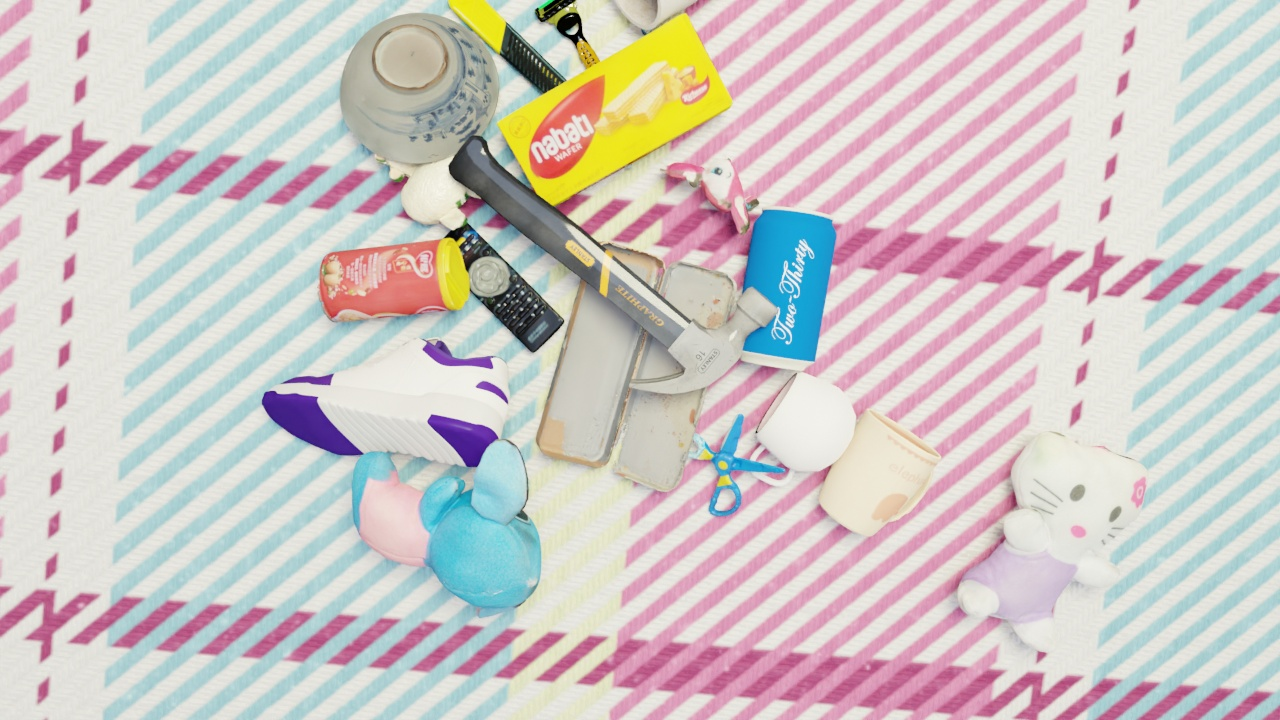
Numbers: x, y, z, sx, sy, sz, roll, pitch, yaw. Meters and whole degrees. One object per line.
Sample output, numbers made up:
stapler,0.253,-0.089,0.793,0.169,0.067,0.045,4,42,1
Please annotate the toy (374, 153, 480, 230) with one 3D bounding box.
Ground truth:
toy,-0.191,-0.170,0.860,0.112,0.050,0.087,31,88,8

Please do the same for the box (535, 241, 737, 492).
box,-0.005,0.005,0.879,0.157,0.071,0.216,17,93,13

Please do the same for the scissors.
scissors,0.077,0.098,0.892,0.130,0.014,0.126,24,123,12

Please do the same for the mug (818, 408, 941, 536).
mug,0.237,0.117,0.897,0.111,0.085,0.104,25,103,-34

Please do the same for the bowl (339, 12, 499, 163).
bowl,-0.203,-0.259,0.829,0.150,0.057,0.150,1,75,-4

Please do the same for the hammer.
hammer,-0.039,-0.093,0.828,0.312,0.035,0.139,40,101,-1

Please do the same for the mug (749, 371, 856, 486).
mug,0.153,0.075,0.884,0.076,0.090,0.124,34,116,3

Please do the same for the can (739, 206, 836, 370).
can,0.137,-0.067,0.871,0.079,0.079,0.146,9,94,-4

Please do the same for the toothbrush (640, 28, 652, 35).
toothbrush,0.003,-0.377,0.871,0.021,0.016,0.132,-5,95,-18

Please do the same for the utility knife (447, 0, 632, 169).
utility knife,-0.091,-0.267,0.873,0.233,0.020,0.029,44,96,-4

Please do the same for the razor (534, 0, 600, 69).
razor,-0.046,-0.282,0.874,0.044,0.021,0.144,-30,95,13

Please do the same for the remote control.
remote control,-0.137,-0.071,0.886,0.045,0.021,0.140,-45,91,4

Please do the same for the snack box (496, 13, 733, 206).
snack box,-0.024,-0.228,0.850,0.201,0.042,0.092,-28,98,5

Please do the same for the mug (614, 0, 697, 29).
mug,0.029,-0.367,0.811,0.096,0.120,0.083,-37,76,-17

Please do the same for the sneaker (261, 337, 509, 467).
sneaker,-0.230,0.025,0.854,0.244,0.092,0.110,6,52,16

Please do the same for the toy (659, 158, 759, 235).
toy,0.070,-0.167,0.865,0.102,0.065,0.050,29,116,-7

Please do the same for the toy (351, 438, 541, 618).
toy,-0.174,0.147,0.826,0.191,0.098,0.225,21,137,9

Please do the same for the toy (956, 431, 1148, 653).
toy,0.403,0.173,0.902,0.137,0.085,0.209,28,94,-7

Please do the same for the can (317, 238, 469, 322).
can,-0.227,-0.074,0.849,0.124,0.066,0.067,-5,95,6
